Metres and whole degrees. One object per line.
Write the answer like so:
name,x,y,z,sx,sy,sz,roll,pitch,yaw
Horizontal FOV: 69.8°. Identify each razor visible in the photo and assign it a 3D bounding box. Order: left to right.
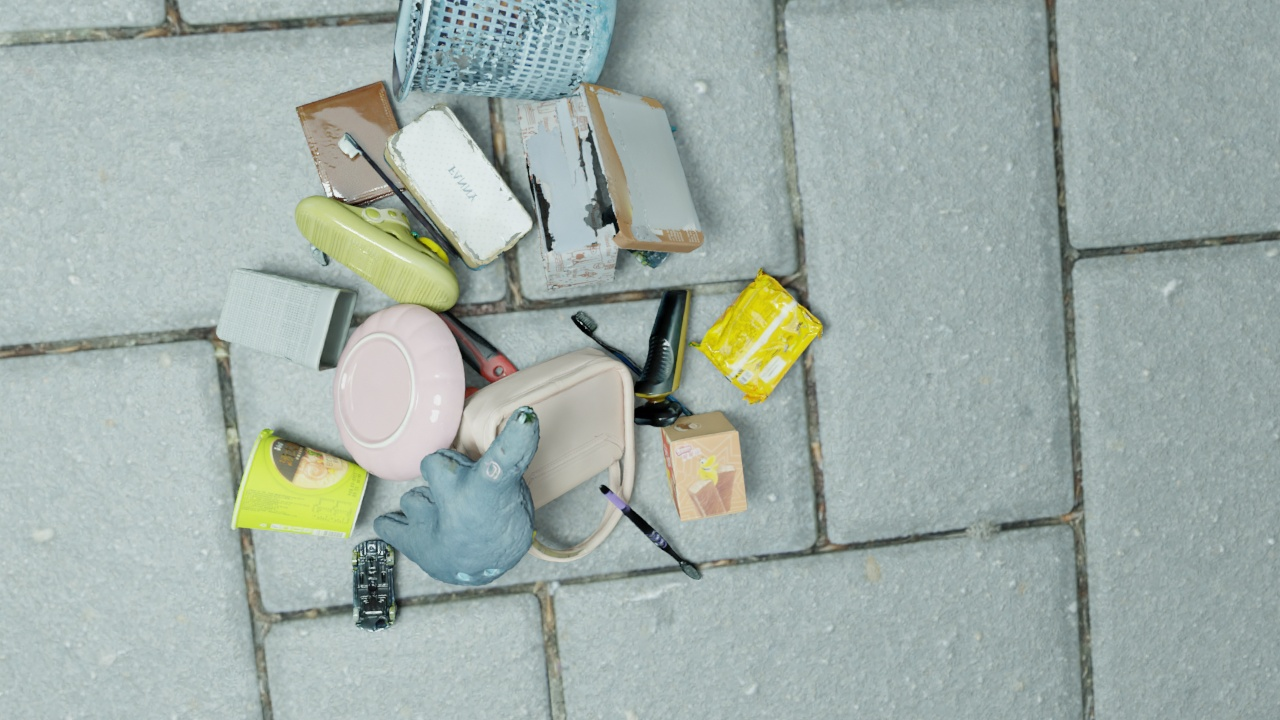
razor,0.031,-0.004,1.052,0.067,0.062,0.167,20,77,-43

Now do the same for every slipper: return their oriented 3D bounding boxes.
slipper,-0.272,-0.128,0.985,0.190,0.092,0.081,31,61,-14

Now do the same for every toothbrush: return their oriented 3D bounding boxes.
toothbrush,-0.261,-0.175,0.998,0.018,0.015,0.181,-44,96,-3
toothbrush,-0.006,0.006,1.073,0.189,0.014,0.016,40,64,-8
toothbrush,0.014,0.201,1.059,0.014,0.017,0.189,-45,117,-4

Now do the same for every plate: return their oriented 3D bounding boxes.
plate,-0.268,0.033,0.975,0.193,0.039,0.192,-4,83,34

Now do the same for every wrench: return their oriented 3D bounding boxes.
wrench,-0.252,-0.061,1.039,0.273,0.016,0.056,38,87,-8

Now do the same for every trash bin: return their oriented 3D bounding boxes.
trash bin,-0.137,-0.358,0.941,0.195,0.227,0.226,8,93,-22

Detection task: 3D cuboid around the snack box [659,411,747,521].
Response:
snack box,0.070,0.119,1.045,0.077,0.092,0.094,-9,102,-5

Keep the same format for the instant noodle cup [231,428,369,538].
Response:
instant noodle cup,-0.366,0.142,1.003,0.123,0.112,0.111,16,92,-16

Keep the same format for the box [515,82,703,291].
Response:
box,-0.029,-0.189,0.972,0.177,0.153,0.182,-10,80,-8

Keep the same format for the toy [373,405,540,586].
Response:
toy,-0.174,0.157,0.923,0.091,0.358,0.138,-30,83,-44

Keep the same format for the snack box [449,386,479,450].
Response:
snack box,-0.206,0.076,1.025,0.080,0.082,0.091,-18,97,-15

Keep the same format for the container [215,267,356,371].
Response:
container,-0.382,-0.048,0.991,0.114,0.090,0.090,15,92,-4

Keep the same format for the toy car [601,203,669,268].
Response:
toy car,-0.006,-0.143,1.051,0.090,0.034,0.043,38,95,6

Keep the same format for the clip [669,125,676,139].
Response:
clip,0.014,-0.265,1.054,0.056,0.014,0.040,5,94,-7

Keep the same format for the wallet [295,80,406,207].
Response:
wallet,-0.311,-0.236,1.014,0.101,0.032,0.124,-20,97,-7

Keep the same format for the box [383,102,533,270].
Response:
box,-0.194,-0.182,1.003,0.089,0.061,0.184,-38,104,-14

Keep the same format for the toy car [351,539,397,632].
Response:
toy car,-0.304,0.257,1.050,0.049,0.031,0.105,-1,93,-5

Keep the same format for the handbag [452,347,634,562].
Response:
handbag,-0.088,0.119,1.019,0.192,0.093,0.234,-27,113,-31

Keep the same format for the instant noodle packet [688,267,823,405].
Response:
instant noodle packet,0.136,-0.025,1.070,0.111,0.044,0.128,43,85,-1
